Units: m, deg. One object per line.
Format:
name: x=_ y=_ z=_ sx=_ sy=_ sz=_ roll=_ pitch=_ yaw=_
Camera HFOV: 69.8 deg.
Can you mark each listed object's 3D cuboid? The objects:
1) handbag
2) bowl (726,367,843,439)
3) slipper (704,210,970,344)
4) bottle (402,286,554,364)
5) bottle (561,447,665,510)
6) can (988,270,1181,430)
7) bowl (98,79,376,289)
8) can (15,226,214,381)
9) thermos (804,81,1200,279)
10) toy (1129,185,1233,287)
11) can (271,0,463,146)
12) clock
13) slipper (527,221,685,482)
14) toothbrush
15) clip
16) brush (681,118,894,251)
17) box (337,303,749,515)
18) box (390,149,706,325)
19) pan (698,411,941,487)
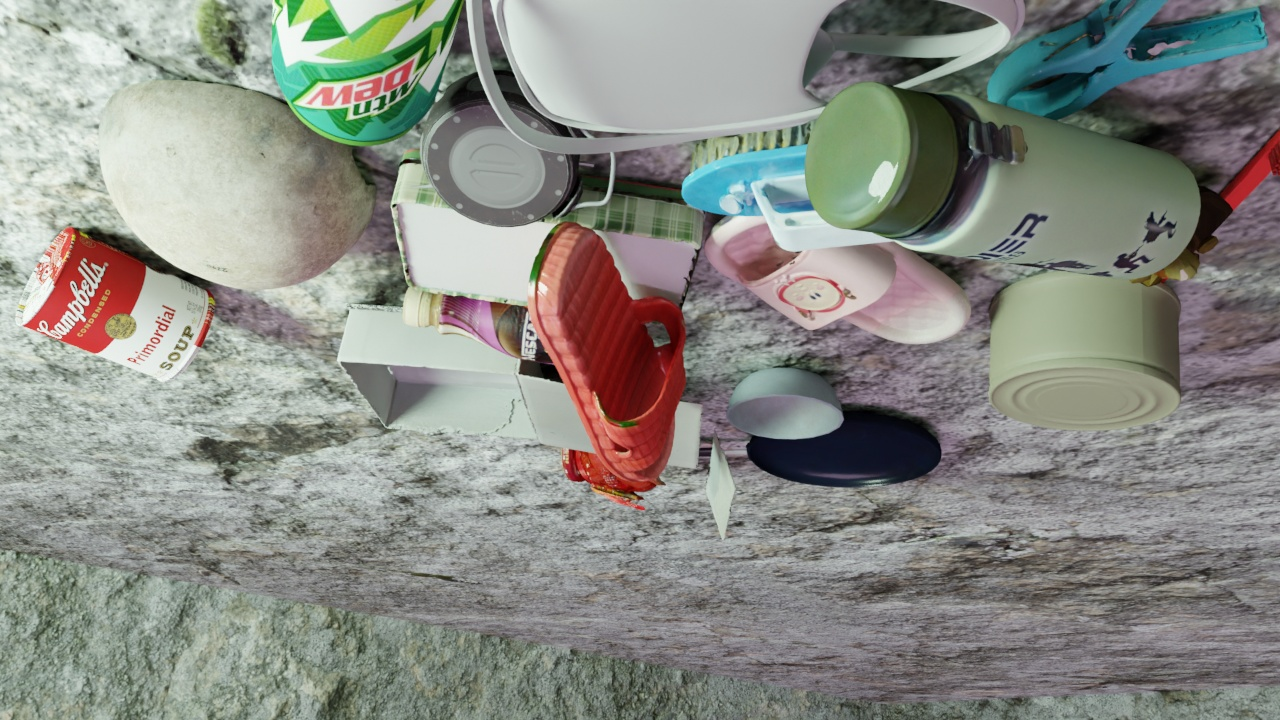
handbag: x=0.051 y=-0.147 z=0.386 sx=0.223 sy=0.095 sz=0.216 roll=5 pitch=172 yaw=3
bowl: x=0.133 y=0.036 z=0.847 sx=0.106 sy=0.039 sz=0.106 roll=5 pitch=155 yaw=2
slipper: x=0.140 y=-0.053 z=0.643 sx=0.221 sy=0.055 sz=0.107 roll=20 pitch=153 yaw=-28
bottle: x=-0.105 y=-0.032 z=0.736 sx=0.166 sy=0.059 sz=0.060 roll=9 pitch=155 yaw=-4
bottle: x=-0.019 y=0.104 z=0.961 sx=0.111 sy=0.098 sz=0.099 roll=1 pitch=155 yaw=22
can: x=0.321 y=-0.004 z=0.668 sx=0.128 sy=0.073 sz=0.128 roll=9 pitch=158 yaw=4
bowl: x=-0.275 y=-0.098 z=0.614 sx=0.178 sy=0.081 sz=0.179 roll=7 pitch=154 yaw=3
can: x=-0.426 y=-0.044 z=0.751 sx=0.087 sy=0.086 sz=0.116 roll=-15 pitch=147 yaw=38
thermos: x=0.188 y=-0.088 z=0.462 sx=0.231 sy=0.082 sz=0.083 roll=3 pitch=160 yaw=-33
toy: x=0.321 y=-0.070 z=0.564 sx=0.076 sy=0.062 sz=0.100 roll=-29 pitch=147 yaw=21
can: x=-0.125 y=-0.170 z=0.423 sx=0.083 sy=0.083 sz=0.144 roll=14 pitch=153 yaw=-17
clock: x=-0.075 y=-0.124 z=0.538 sx=0.123 sy=0.043 sz=0.091 roll=6 pitch=135 yaw=-4
slipper: x=-0.004 y=0.004 z=0.626 sx=0.059 sy=0.103 sz=0.249 roll=10 pitch=148 yaw=24
toothbrush: x=0.357 y=-0.079 z=0.581 sx=0.012 sy=0.017 sz=0.213 roll=4 pitch=155 yaw=3
clip: x=0.237 y=-0.150 z=0.456 sx=0.102 sy=0.027 sz=0.120 roll=28 pitch=147 yaw=-34
brush: x=0.090 y=-0.100 z=0.531 sx=0.136 sy=0.075 sz=0.055 roll=-4 pitch=152 yaw=19
box: x=-0.081 y=0.041 z=0.840 sx=0.368 sy=0.098 sz=0.166 roll=10 pitch=156 yaw=7
box: x=-0.062 y=-0.083 z=0.635 sx=0.205 sy=0.050 sz=0.118 roll=6 pitch=151 yaw=-2
pan: x=0.138 y=0.097 z=0.993 sx=0.357 sy=0.021 sz=0.199 roll=-2 pitch=154 yaw=14
